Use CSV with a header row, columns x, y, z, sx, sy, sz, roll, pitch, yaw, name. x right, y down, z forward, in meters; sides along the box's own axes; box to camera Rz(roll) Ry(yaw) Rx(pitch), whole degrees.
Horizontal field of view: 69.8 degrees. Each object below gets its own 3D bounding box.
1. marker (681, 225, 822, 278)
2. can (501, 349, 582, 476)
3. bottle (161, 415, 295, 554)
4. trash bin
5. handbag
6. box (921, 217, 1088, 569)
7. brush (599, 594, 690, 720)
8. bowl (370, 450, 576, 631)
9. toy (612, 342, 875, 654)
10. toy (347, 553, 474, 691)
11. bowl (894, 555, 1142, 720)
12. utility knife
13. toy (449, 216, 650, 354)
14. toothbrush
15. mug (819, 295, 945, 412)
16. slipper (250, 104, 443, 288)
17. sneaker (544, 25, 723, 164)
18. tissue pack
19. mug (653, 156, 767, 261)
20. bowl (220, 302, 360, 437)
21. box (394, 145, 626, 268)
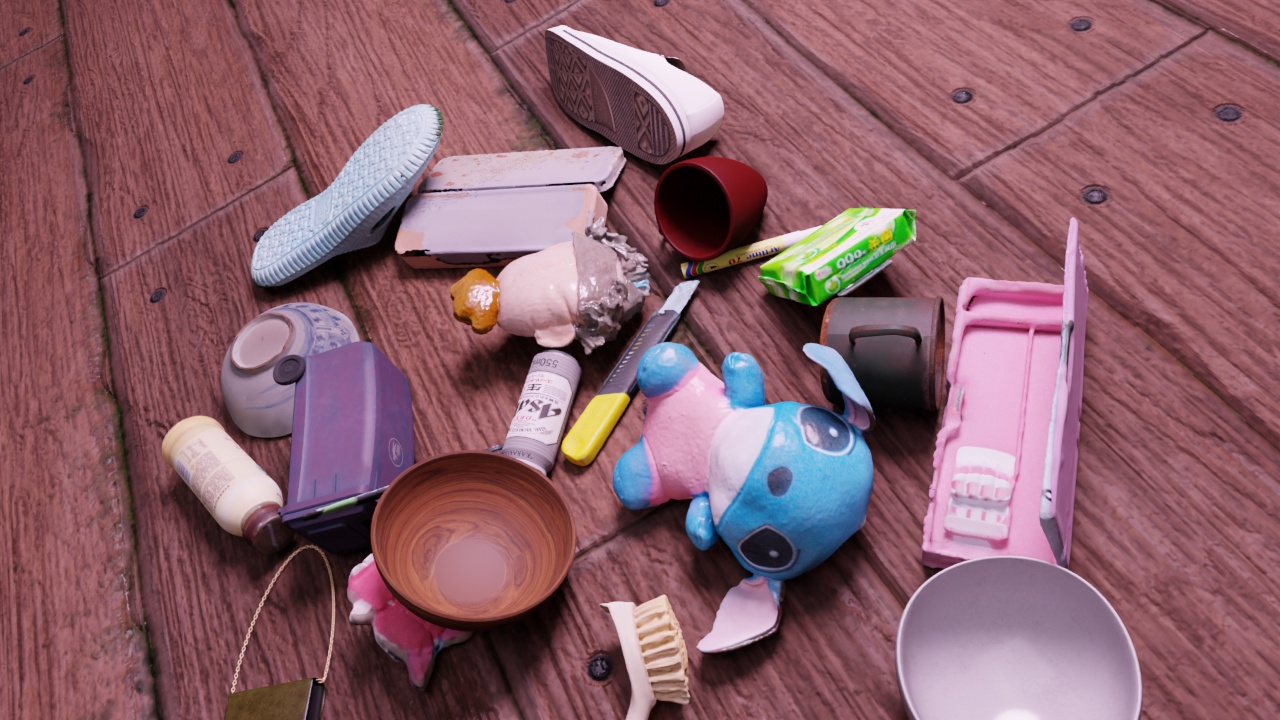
x,y,z,sx,sy,sz,roll,pitch,yaw,name
0.101,-0.097,0.814,0.132,0.014,0.014,-15,54,10,marker
-0.082,0.045,0.764,0.044,0.044,0.106,3,59,21,can
-0.362,0.110,0.811,0.162,0.056,0.056,32,72,33,bottle
-0.247,0.075,0.773,0.092,0.094,0.160,-16,56,9,trash bin
-0.280,0.229,0.728,0.084,0.027,0.177,-14,49,10,handbag
0.251,0.020,0.620,0.099,0.115,0.232,7,60,24,box
-0.026,0.280,0.586,0.077,0.062,0.271,6,64,28,brush
-0.126,0.145,0.687,0.147,0.069,0.147,9,44,-9,bowl
0.066,0.085,0.658,0.191,0.098,0.224,22,94,32,toy
-0.180,0.195,0.697,0.102,0.050,0.065,44,55,7,toy
0.221,0.189,0.547,0.132,0.064,0.131,-9,55,13,bowl
-0.005,0.005,0.780,0.029,0.020,0.197,23,68,29,utility knife
-0.078,-0.055,0.801,0.176,0.076,0.132,-4,47,1,toy
-0.172,0.095,0.715,0.187,0.014,0.017,-16,56,-41,toothbrush
0.175,-0.009,0.669,0.081,0.111,0.085,2,78,23,mug
-0.298,-0.157,0.960,0.277,0.069,0.115,-33,44,18,slipper
-0.006,-0.287,0.943,0.097,0.091,0.245,-29,46,-25,sneaker
0.159,-0.086,0.747,0.114,0.034,0.099,-33,17,-7,tissue pack
0.064,-0.138,0.823,0.088,0.087,0.114,-29,5,-42,mug
-0.349,-0.004,0.884,0.151,0.057,0.150,-9,54,13,bowl
-0.131,-0.160,0.924,0.217,0.063,0.156,1,47,20,box
